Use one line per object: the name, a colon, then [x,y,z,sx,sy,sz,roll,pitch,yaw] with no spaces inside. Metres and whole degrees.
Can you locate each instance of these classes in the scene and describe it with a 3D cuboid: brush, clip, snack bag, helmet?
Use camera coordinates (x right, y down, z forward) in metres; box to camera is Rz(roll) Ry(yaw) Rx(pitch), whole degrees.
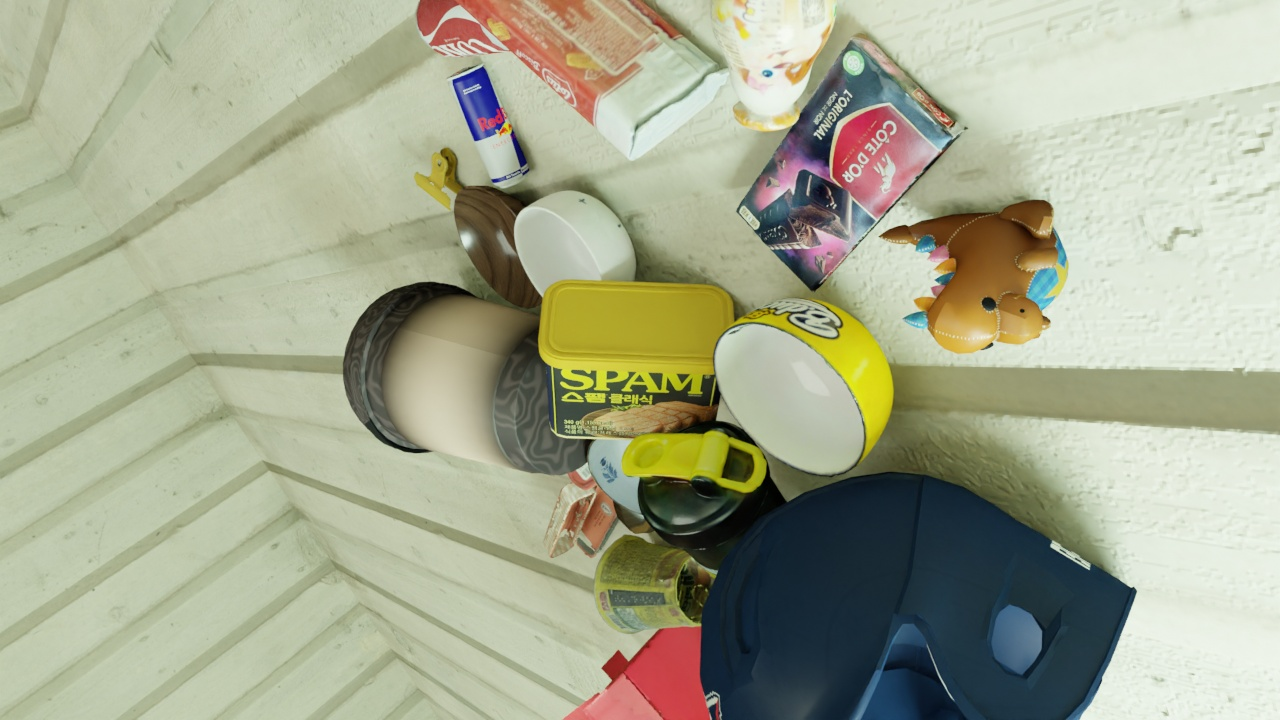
brush: [-0.020,0.073,0.872,0.041,0.030,0.173,50,136,7]
clip: [-0.179,-0.170,0.843,0.054,0.045,0.049,39,103,23]
snack bag: [0.111,-0.105,0.520,0.074,0.018,0.156,48,148,9]
helmet: [0.135,0.194,0.552,0.223,0.271,0.232,23,154,30]
snack bag: [-0.053,-0.218,0.563,0.225,0.077,0.041,45,160,12]

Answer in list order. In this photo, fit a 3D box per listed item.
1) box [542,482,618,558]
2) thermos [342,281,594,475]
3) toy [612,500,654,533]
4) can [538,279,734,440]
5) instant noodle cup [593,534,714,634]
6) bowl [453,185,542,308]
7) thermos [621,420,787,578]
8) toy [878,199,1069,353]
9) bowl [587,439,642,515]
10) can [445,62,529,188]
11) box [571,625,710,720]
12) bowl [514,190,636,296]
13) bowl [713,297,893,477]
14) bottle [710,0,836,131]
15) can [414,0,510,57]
box: [-0.067,0.183,1.028,0.078,0.054,0.187,16,147,-3]
thermos: [-0.146,0.020,0.861,0.226,0.172,0.173,12,131,39]
toy: [0.013,0.141,0.869,0.076,0.062,0.100,28,-178,-34]
can: [-0.004,0.004,0.679,0.135,0.075,0.104,2,142,-1]
instant noodle cup: [0.023,0.226,0.920,0.108,0.102,0.102,-11,113,48]
bowl: [-0.113,-0.105,0.805,0.119,0.032,0.119,34,145,28]
thermos: [0.078,0.128,0.690,0.098,0.098,0.221,16,153,45]
toy: [0.155,-0.041,0.453,0.103,0.090,0.071,20,137,36]
bowl: [0.014,0.086,0.806,0.114,0.045,0.114,14,134,14]
can: [-0.120,-0.186,0.730,0.032,0.032,0.095,9,129,50]
box: [-0.016,0.445,0.888,0.211,0.408,0.108,47,153,7]
bowl: [-0.045,-0.085,0.715,0.105,0.054,0.105,36,147,29]
bowl: [0.112,0.008,0.586,0.117,0.067,0.117,34,146,28]
bottle: [0.066,-0.172,0.462,0.063,0.063,0.109,32,142,31]
can: [-0.115,-0.242,0.643,0.097,0.053,0.054,15,133,46]
